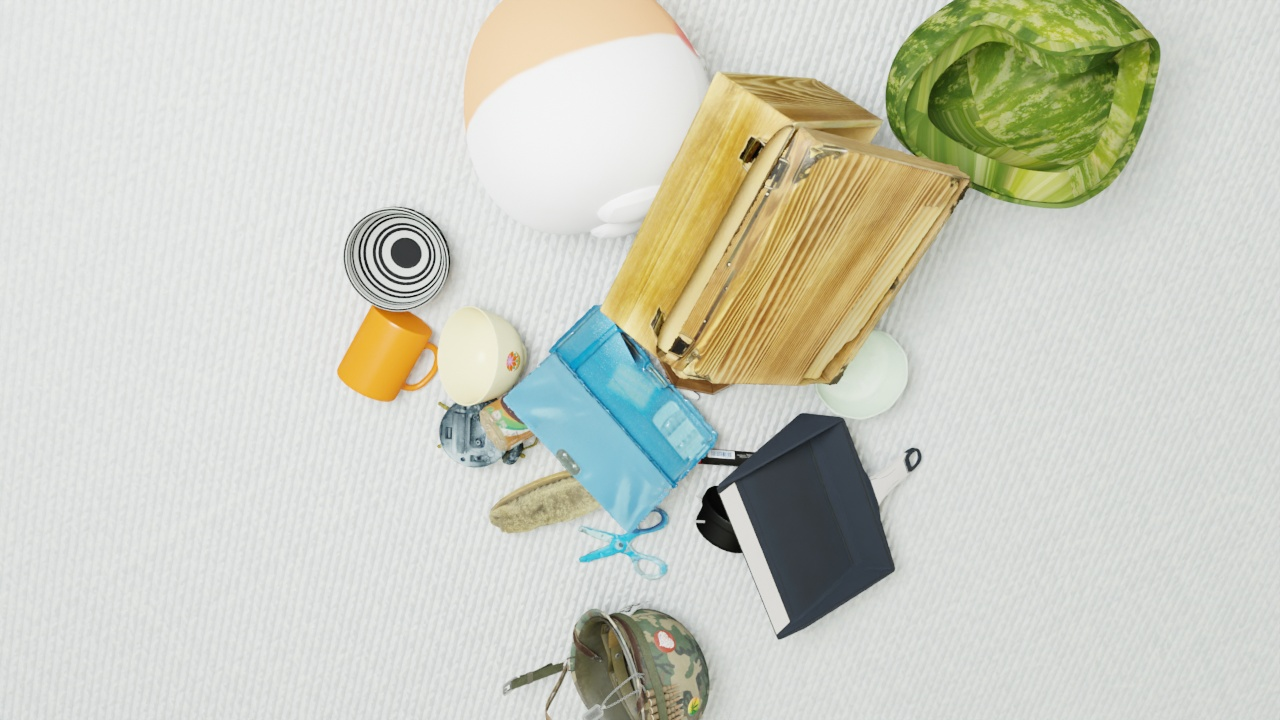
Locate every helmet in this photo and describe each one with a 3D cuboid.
[{"bbox_3d":[-0.028,0.416,1.166,0.235,0.193,0.224,-30,120,-21],"label":"helmet"},{"bbox_3d":[0.398,-0.291,0.975,0.242,0.247,0.213,-36,134,-32],"label":"helmet"}]

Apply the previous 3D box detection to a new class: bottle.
[{"bbox_3d":[-0.112,0.046,1.114,0.166,0.059,0.059,-30,106,-23],"label":"bottle"}]

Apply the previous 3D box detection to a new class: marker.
[{"bbox_3d":[0.142,0.127,1.188,0.145,0.021,0.023,5,97,-3],"label":"marker"}]

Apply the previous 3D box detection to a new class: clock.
[{"bbox_3d":[0.126,0.210,1.175,0.120,0.091,0.043,23,113,-4],"label":"clock"},{"bbox_3d":[-0.190,0.086,1.148,0.129,0.052,0.090,4,105,-3],"label":"clock"}]

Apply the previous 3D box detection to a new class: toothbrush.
[{"bbox_3d":[-0.007,0.007,1.153,0.186,0.016,0.015,27,100,-9],"label":"toothbrush"}]

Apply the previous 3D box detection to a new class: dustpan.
[{"bbox_3d":[0.249,0.186,1.157,0.272,0.080,0.236,-35,112,-33],"label":"dustpan"}]

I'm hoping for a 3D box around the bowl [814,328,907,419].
[{"bbox_3d":[0.267,0.009,1.140,0.117,0.061,0.117,0,105,-2],"label":"bowl"}]

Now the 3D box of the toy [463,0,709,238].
[{"bbox_3d":[-0.055,-0.270,0.956,0.265,0.263,0.280,-18,87,-10],"label":"toy"}]

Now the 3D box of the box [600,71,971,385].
[{"bbox_3d":[0.140,-0.115,0.925,0.220,0.257,0.280,42,123,21],"label":"box"}]

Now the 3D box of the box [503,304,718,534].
[{"bbox_3d":[-0.033,0.070,1.103,0.174,0.034,0.231,-45,103,-21],"label":"box"}]

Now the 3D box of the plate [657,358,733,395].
[{"bbox_3d":[0.082,-0.022,1.143,0.131,0.025,0.131,0,105,-2],"label":"plate"}]

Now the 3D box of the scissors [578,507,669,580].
[{"bbox_3d":[-0.017,0.235,1.217,0.137,0.012,0.127,23,104,-6],"label":"scissors"}]

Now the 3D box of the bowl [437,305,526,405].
[{"bbox_3d":[-0.180,-0.005,1.108,0.073,0.118,0.118,2,110,-47],"label":"bowl"}]

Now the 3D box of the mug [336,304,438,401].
[{"bbox_3d":[-0.295,-0.005,1.115,0.112,0.077,0.096,23,104,-37],"label":"mug"}]

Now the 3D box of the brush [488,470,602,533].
[{"bbox_3d":[-0.104,0.177,1.180,0.195,0.043,0.059,-18,104,4],"label":"brush"}]

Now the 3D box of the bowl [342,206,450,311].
[{"bbox_3d":[-0.282,-0.123,1.081,0.120,0.066,0.120,-1,105,-2],"label":"bowl"}]
